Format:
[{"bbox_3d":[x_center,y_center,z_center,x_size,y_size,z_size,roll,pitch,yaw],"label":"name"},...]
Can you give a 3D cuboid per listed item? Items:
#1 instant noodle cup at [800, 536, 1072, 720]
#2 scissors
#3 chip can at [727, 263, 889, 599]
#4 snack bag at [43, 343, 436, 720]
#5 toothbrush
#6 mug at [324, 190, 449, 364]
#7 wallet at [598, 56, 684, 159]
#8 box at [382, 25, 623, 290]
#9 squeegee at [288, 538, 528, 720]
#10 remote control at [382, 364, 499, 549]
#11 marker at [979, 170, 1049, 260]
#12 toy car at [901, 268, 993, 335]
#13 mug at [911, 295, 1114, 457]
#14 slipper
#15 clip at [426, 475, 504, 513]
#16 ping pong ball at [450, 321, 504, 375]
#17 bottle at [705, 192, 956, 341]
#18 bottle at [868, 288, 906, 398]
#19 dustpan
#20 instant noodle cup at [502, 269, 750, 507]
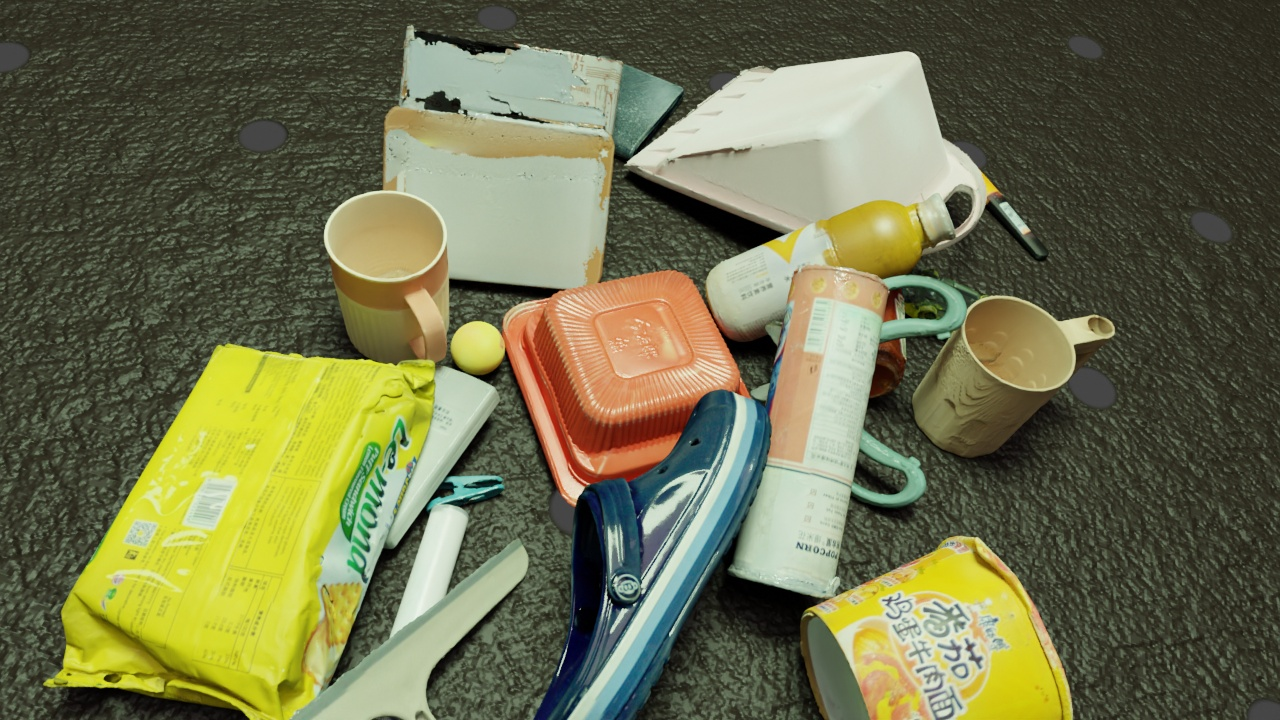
[{"bbox_3d":[0.167,0.187,0.552,0.109,0.138,0.138,-14,59,-9],"label":"instant noodle cup"},{"bbox_3d":[0.173,0.011,0.671,0.170,0.179,0.019,50,21,15],"label":"scissors"},{"bbox_3d":[0.116,0.046,0.620,0.071,0.071,0.214,13,80,0],"label":"chip can"},{"bbox_3d":[-0.239,0.093,0.568,0.158,0.068,0.245,7,56,11],"label":"snack bag"},{"bbox_3d":[-0.146,0.191,0.557,0.026,0.027,0.220,21,53,-13],"label":"toothbrush"},{"bbox_3d":[-0.173,-0.047,0.668,0.081,0.106,0.114,-27,64,-24],"label":"mug"},{"bbox_3d":[-0.024,-0.247,0.884,0.097,0.019,0.120,26,54,10],"label":"wallet"},{"bbox_3d":[-0.110,-0.161,0.773,0.183,0.193,0.157,9,11,-3],"label":"box"},{"bbox_3d":[-0.072,0.258,0.517,0.246,0.039,0.245,43,42,12],"label":"squeegee"},{"bbox_3d":[-0.156,0.064,0.634,0.056,0.019,0.134,19,60,23],"label":"remote control"},{"bbox_3d":[0.345,-0.143,0.875,0.018,0.015,0.123,-22,64,-20],"label":"marker"},{"bbox_3d":[0.266,-0.040,0.780,0.105,0.032,0.048,21,54,-9],"label":"toy car"},{"bbox_3d":[0.282,0.012,0.702,0.124,0.104,0.084,-10,58,-16],"label":"mug"},{"bbox_3d":[-0.006,0.120,0.564,0.095,0.105,0.252,33,62,-4],"label":"slipper"},{"bbox_3d":[-0.122,0.091,0.638,0.056,0.015,0.049,-9,55,-13],"label":"clip"},{"bbox_3d":[-0.122,-0.009,0.690,0.040,0.040,0.040,4,55,-6],"label":"ping pong ball"},{"bbox_3d":[0.145,-0.074,0.709,0.190,0.068,0.068,-22,54,20],"label":"bottle"},{"bbox_3d":[0.188,-0.063,0.767,0.060,0.060,0.205,12,51,-1],"label":"bottle"},{"bbox_3d":[0.158,-0.174,0.830,0.274,0.139,0.221,8,41,46],"label":"dustpan"},{"bbox_3d":[-0.004,0.004,0.678,0.164,0.079,0.188,-14,58,-19],"label":"instant noodle cup"}]
